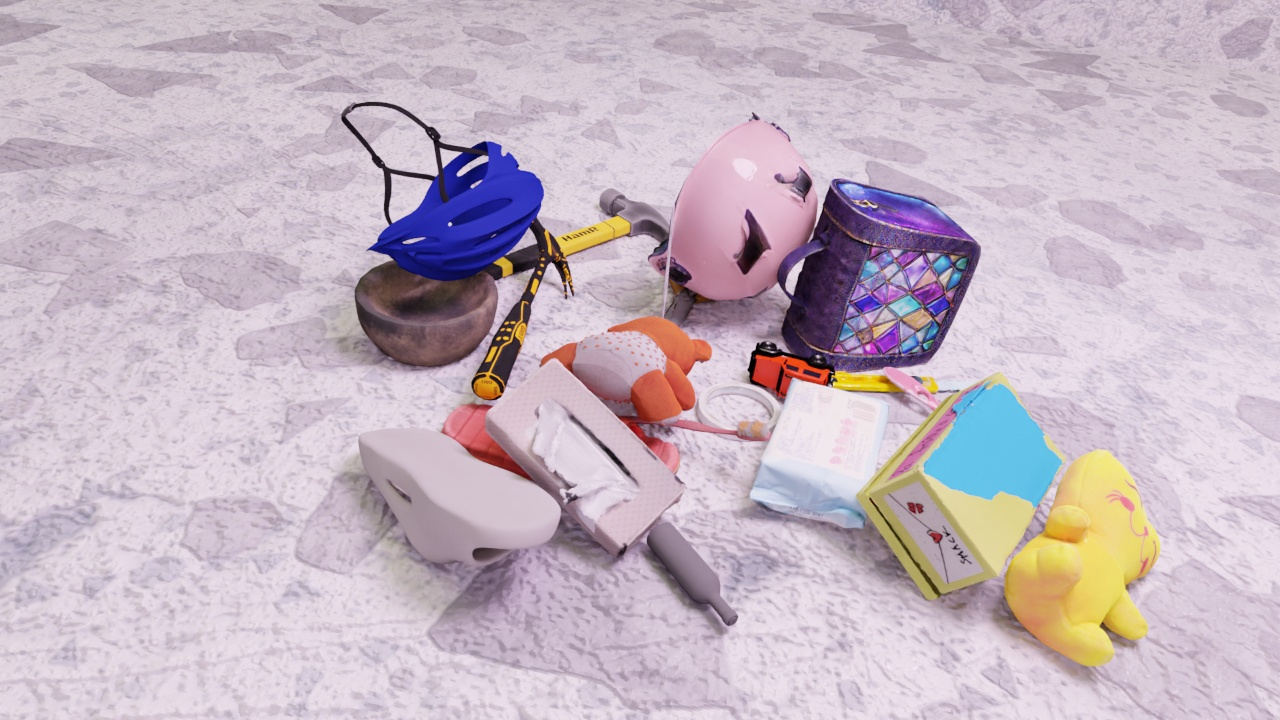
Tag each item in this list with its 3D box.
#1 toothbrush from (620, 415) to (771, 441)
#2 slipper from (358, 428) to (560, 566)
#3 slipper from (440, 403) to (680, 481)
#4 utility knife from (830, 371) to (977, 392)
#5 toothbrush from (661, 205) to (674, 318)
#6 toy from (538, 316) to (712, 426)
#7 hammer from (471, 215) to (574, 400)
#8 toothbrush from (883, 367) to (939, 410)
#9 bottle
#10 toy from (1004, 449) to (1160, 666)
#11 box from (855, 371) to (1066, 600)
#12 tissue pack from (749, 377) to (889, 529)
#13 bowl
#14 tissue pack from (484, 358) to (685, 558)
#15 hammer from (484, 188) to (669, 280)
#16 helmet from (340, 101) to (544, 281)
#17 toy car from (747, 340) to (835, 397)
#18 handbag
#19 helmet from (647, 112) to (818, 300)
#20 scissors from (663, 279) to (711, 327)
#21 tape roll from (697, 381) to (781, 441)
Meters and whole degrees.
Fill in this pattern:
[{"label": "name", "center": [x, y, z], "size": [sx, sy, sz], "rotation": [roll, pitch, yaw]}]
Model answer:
[{"label": "toothbrush", "center": [0.049, 0.066, 0.947], "size": [0.185, 0.016, 0.015], "rotation": [3, 37, 35]}, {"label": "slipper", "center": [-0.174, 0.132, 0.827], "size": [0.112, 0.081, 0.266], "rotation": [1, 14, -45]}, {"label": "slipper", "center": [-0.083, 0.076, 0.924], "size": [0.249, 0.059, 0.103], "rotation": [10, 34, 8]}, {"label": "utility knife", "center": [0.321, 0.028, 1.102], "size": [0.218, 0.019, 0.030], "rotation": [4, 44, -9]}, {"label": "toothbrush", "center": [0.027, -0.098, 1.084], "size": [0.010, 0.182, 0.010], "rotation": [14, 30, 16]}, {"label": "toy", "center": [-0.006, 0.006, 0.993], "size": [0.164, 0.093, 0.172], "rotation": [17, 24, 23]}, {"label": "hammer", "center": [-0.135, -0.059, 1.072], "size": [0.036, 0.123, 0.319], "rotation": [-19, 31, 22]}, {"label": "toothbrush", "center": [0.331, 0.047, 1.057], "size": [0.021, 0.016, 0.135], "rotation": [-29, 54, -24]}, {"label": "bottle", "center": [0.048, 0.189, 0.806], "size": [0.030, 0.030, 0.113], "rotation": [-16, 40, -29]}, {"label": "toy", "center": [0.402, 0.181, 0.830], "size": [0.193, 0.134, 0.088], "rotation": [-37, 10, -39]}, {"label": "box", "center": [0.313, 0.112, 0.878], "size": [0.124, 0.082, 0.220], "rotation": [53, 44, 1]}, {"label": "tissue pack", "center": [0.185, 0.096, 0.932], "size": [0.112, 0.070, 0.181], "rotation": [16, 38, 13]}, {"label": "bowl", "center": [-0.249, -0.055, 1.074], "size": [0.162, 0.070, 0.162], "rotation": [4, 35, -3]}, {"label": "tissue pack", "center": [-0.054, 0.089, 0.844], "size": [0.181, 0.071, 0.103], "rotation": [45, 63, 9]}, {"label": "hammer", "center": [-0.096, -0.164, 1.297], "size": [0.323, 0.034, 0.170], "rotation": [-25, 46, -35]}, {"label": "helmet", "center": [-0.228, -0.208, 1.046], "size": [0.148, 0.228, 0.240], "rotation": [-7, 29, 48]}, {"label": "toy car", "center": [0.172, 0.017, 1.056], "size": [0.100, 0.051, 0.048], "rotation": [16, 34, 13]}, {"label": "handbag", "center": [0.272, -0.102, 1.117], "size": [0.221, 0.205, 0.125], "rotation": [1, 34, -18]}, {"label": "helmet", "center": [0.128, -0.172, 1.137], "size": [0.152, 0.255, 0.229], "rotation": [38, 79, 17]}, {"label": "scissors", "center": [0.053, -0.089, 1.221], "size": [0.134, 0.016, 0.227], "rotation": [22, 37, 20]}, {"label": "tape roll", "center": [0.110, 0.056, 1.024], "size": [0.093, 0.013, 0.092], "rotation": [4, 35, -3]}]
